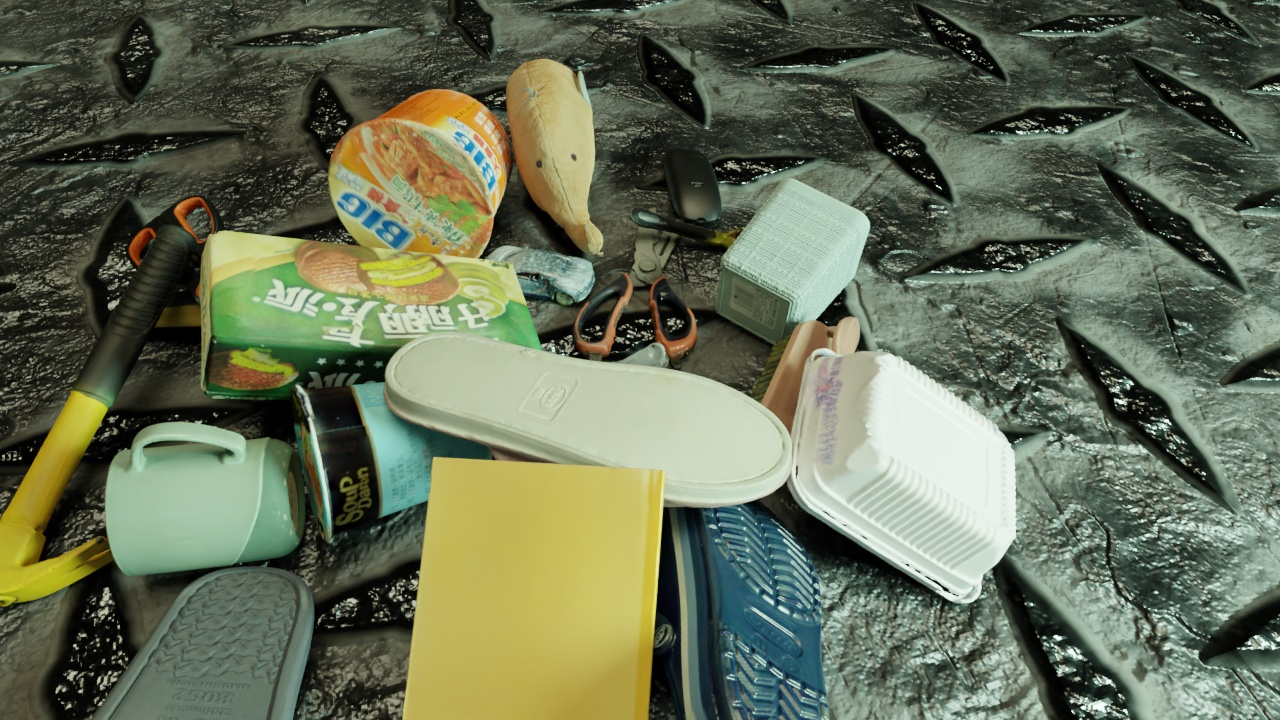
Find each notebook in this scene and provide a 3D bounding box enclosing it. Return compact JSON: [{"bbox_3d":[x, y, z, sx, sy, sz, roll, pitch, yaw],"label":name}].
[{"bbox_3d":[-0.063,0.161,0.523,0.146,0.010,0.206,1,78,12],"label":"notebook"}]

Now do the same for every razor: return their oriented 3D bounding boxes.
[{"bbox_3d":[0.058,-0.120,0.869,0.142,0.022,0.042,12,69,-7],"label":"razor"},{"bbox_3d":[-0.339,-0.037,0.762,0.167,0.062,0.067,-4,77,0],"label":"razor"}]

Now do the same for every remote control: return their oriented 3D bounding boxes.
[{"bbox_3d":[0.052,-0.185,0.934,0.053,0.024,0.136,1,42,-9],"label":"remote control"}]

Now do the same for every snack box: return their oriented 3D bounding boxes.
[{"bbox_3d":[-0.203,-0.028,0.699,0.239,0.063,0.114,4,44,-29],"label":"snack box"}]

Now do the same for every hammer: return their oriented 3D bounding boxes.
[{"bbox_3d":[-0.395,0.028,0.661,0.129,0.033,0.300,9,61,4],"label":"hammer"}]

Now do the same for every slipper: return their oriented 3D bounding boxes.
[{"bbox_3d":[-0.245,0.227,0.504,0.110,0.083,0.267,6,28,-6],"label":"slipper"},{"bbox_3d":[-0.038,0.044,0.602,0.274,0.055,0.113,12,41,8],"label":"slipper"},{"bbox_3d":[0.051,0.167,0.563,0.105,0.095,0.252,36,22,-19],"label":"slipper"}]

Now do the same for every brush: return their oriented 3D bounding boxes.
[{"bbox_3d":[0.131,0.018,0.711,0.063,0.073,0.145,50,42,-16],"label":"brush"}]

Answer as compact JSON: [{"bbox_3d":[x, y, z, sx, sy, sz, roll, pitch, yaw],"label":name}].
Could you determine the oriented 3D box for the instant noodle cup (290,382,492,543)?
[{"bbox_3d":[-0.173,0.060,0.647,0.120,0.111,0.111,-11,48,-26],"label":"instant noodle cup"}]

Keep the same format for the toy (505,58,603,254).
[{"bbox_3d":[-0.077,-0.192,0.857,0.082,0.143,0.225,-21,46,12],"label":"toy"}]

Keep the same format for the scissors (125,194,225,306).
[{"bbox_3d":[-0.359,-0.050,0.737,0.125,0.022,0.234,-25,54,1],"label":"scissors"}]

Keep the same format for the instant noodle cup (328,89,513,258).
[{"bbox_3d":[-0.189,-0.169,0.833,0.151,0.152,0.111,10,38,6],"label":"instant noodle cup"}]

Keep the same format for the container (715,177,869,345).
[{"bbox_3d":[0.127,-0.080,0.795,0.090,0.090,0.111,30,60,19],"label":"container"}]

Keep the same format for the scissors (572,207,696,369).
[{"bbox_3d":[0.010,-0.068,0.833,0.196,0.015,0.214,-24,51,-24],"label":"scissors"}]

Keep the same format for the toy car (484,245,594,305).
[{"bbox_3d":[-0.094,-0.080,0.826,0.105,0.031,0.048,9,45,7],"label":"toy car"}]

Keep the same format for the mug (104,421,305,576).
[{"bbox_3d":[-0.283,0.084,0.602,0.106,0.112,0.082,-5,38,-10],"label":"mug"}]

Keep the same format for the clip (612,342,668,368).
[{"bbox_3d":[-0.004,0.005,0.752,0.057,0.028,0.024,-27,74,0],"label":"clip"}]

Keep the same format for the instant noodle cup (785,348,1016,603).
[{"bbox_3d":[0.188,0.069,0.626,0.173,0.061,0.137,32,49,-16],"label":"instant noodle cup"}]
